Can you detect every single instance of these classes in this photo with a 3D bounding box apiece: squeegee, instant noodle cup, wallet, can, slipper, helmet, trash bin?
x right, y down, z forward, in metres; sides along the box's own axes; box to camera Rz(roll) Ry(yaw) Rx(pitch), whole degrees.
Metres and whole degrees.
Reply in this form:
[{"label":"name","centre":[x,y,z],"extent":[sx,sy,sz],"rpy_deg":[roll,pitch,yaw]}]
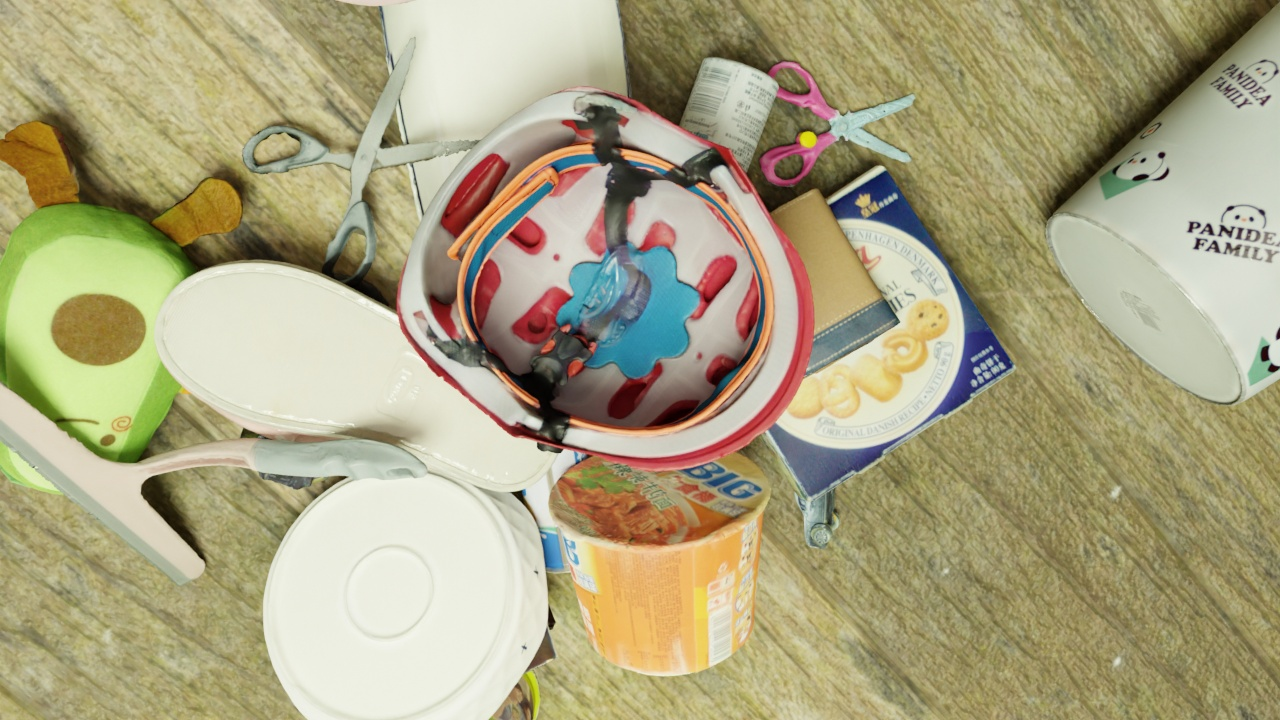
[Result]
[{"label":"squeegee","centre":[-0.251,0.067,0.588],"extent":[0.250,0.040,0.248],"rpy_deg":[-5,138,11]},{"label":"instant noodle cup","centre":[0.016,0.137,0.640],"extent":[0.151,0.151,0.111],"rpy_deg":[-8,111,-7]},{"label":"wallet","centre":[0.116,-0.052,0.645],"extent":[0.090,0.033,0.115],"rpy_deg":[-30,87,-3]},{"label":"can","centre":[-0.064,0.087,0.690],"extent":[0.053,0.053,0.134],"rpy_deg":[-10,102,-6]},{"label":"instant noodle cup","centre":[-0.129,0.287,0.684],"extent":[0.111,0.123,0.112],"rpy_deg":[-1,101,-8]},{"label":"can","centre":[0.047,-0.138,0.660],"extent":[0.058,0.058,0.147],"rpy_deg":[19,98,-11]},{"label":"slipper","centre":[-0.183,0.015,0.621],"extent":[0.274,0.054,0.114],"rpy_deg":[20,84,-13]},{"label":"helmet","centre":[-0.013,-0.039,0.581],"extent":[0.240,0.144,0.207],"rpy_deg":[34,90,4]},{"label":"trash bin","centre":[0.451,-0.117,0.645],"extent":[0.252,0.229,0.229],"rpy_deg":[-39,104,7]}]

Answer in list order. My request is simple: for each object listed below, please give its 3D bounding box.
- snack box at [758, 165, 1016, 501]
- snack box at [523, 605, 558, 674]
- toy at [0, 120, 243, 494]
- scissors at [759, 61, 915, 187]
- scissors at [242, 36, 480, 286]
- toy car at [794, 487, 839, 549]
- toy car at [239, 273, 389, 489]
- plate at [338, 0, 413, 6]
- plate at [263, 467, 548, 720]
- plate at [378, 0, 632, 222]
[{"label":"snack box","centre":[0.149,-0.019,0.682],"extent":[0.178,0.046,0.182],"rpy_deg":[-33,89,-1]},{"label":"snack box","centre":[-0.131,0.181,0.675],"extent":[0.113,0.053,0.125],"rpy_deg":[-24,76,-3]},{"label":"toy","centre":[-0.363,-0.020,0.607],"extent":[0.226,0.090,0.247],"rpy_deg":[13,99,-24]},{"label":"scissors","centre":[0.145,-0.183,0.688],"extent":[0.133,0.017,0.118],"rpy_deg":[-23,99,-7]},{"label":"scissors","centre":[-0.192,-0.138,0.624],"extent":[0.159,0.014,0.178],"rpy_deg":[26,102,5]},{"label":"toy car","centre":[0.141,0.105,0.730],"extent":[0.034,0.042,0.090],"rpy_deg":[1,99,19]},{"label":"toy car","centre":[-0.230,0.014,0.657],"extent":[0.070,0.042,0.158],"rpy_deg":[22,86,-14]},{"label":"plate","centre":[-0.171,-0.326,0.579],"extent":[0.192,0.039,0.192],"rpy_deg":[0,90,1]},{"label":"plate","centre":[-0.168,0.164,0.638],"extent":[0.205,0.045,0.204],"rpy_deg":[-2,70,5]},{"label":"plate","centre":[-0.088,-0.185,0.644],"extent":[0.162,0.034,0.266],"rpy_deg":[-10,102,-5]}]
